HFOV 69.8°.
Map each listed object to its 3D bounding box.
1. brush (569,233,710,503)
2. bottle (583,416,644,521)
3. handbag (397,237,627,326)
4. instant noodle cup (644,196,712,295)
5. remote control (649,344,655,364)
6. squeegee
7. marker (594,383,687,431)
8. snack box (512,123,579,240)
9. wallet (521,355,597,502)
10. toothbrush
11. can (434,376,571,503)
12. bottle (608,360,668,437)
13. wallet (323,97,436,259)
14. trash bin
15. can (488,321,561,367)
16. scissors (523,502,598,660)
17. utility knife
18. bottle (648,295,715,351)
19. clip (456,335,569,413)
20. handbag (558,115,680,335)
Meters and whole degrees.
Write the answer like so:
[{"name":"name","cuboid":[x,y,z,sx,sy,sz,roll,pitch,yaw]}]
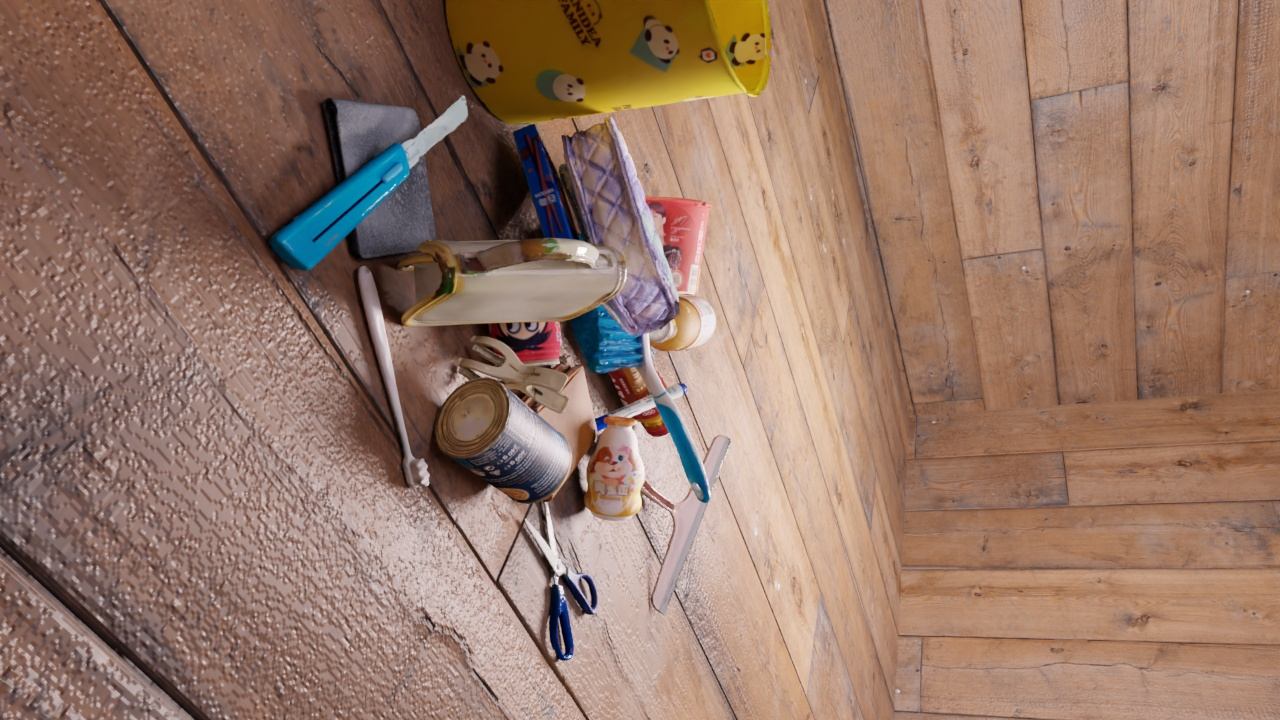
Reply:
[{"name":"brush","cuboid":[-0.006,0.006,0.980,0.109,0.061,0.314,-5,75,-36]},{"name":"bottle","cuboid":[-0.027,0.116,0.992,0.063,0.063,0.108,-9,106,-66]},{"name":"handbag","cuboid":[-0.091,-0.074,0.722,0.163,0.179,0.063,-5,84,-34]},{"name":"instant noodle cup","cuboid":[0.015,-0.134,1.094,0.137,0.138,0.108,-4,96,-67]},{"name":"remote control","cuboid":[0.004,-0.038,1.169,0.053,0.024,0.136,52,37,-55]},{"name":"squeegee","cuboid":[0.004,0.146,1.108,0.249,0.040,0.247,47,60,-46]},{"name":"marker","cuboid":[-0.003,0.054,1.053,0.145,0.017,0.017,-21,106,-35]},{"name":"snack box","cuboid":[-0.085,-0.147,0.904,0.084,0.026,0.157,63,7,-64]},{"name":"wallet","cuboid":[-0.084,0.060,0.930,0.130,0.035,0.119,-51,131,-60]},{"name":"toothbrush","cuboid":[-0.192,0.015,0.714,0.016,0.016,0.180,-37,118,-66]},{"name":"can","cuboid":[-0.118,0.071,0.797,0.111,0.075,0.075,49,41,-52]},{"name":"bottle","cuboid":[-0.005,0.022,1.092,0.057,0.058,0.175,-74,148,-41]},{"name":"wallet","cuboid":[-0.204,-0.143,0.727,0.097,0.019,0.121,-24,108,-63]},{"name":"trash bin","cuboid":[-0.029,-0.341,0.876,0.229,0.256,0.229,-6,90,-66]},{"name":"can","cuboid":[-0.109,-0.040,0.855,0.066,0.067,0.094,-5,90,-67]},{"name":"scissors","cuboid":[-0.082,0.223,0.926,0.162,0.012,0.164,45,43,-54]},{"name":"utility knife","cuboid":[-0.195,-0.144,0.701,0.237,0.018,0.034,-58,134,-42]},{"name":"bottle","cuboid":[0.044,-0.046,1.139,0.189,0.068,0.068,-15,98,-72]},{"name":"clip","cuboid":[-0.109,0.013,0.799,0.034,0.100,0.071,-61,170,-26]},{"name":"handbag","cuboid":[-0.025,-0.134,0.915,0.134,0.075,0.193,58,14,-64]}]
